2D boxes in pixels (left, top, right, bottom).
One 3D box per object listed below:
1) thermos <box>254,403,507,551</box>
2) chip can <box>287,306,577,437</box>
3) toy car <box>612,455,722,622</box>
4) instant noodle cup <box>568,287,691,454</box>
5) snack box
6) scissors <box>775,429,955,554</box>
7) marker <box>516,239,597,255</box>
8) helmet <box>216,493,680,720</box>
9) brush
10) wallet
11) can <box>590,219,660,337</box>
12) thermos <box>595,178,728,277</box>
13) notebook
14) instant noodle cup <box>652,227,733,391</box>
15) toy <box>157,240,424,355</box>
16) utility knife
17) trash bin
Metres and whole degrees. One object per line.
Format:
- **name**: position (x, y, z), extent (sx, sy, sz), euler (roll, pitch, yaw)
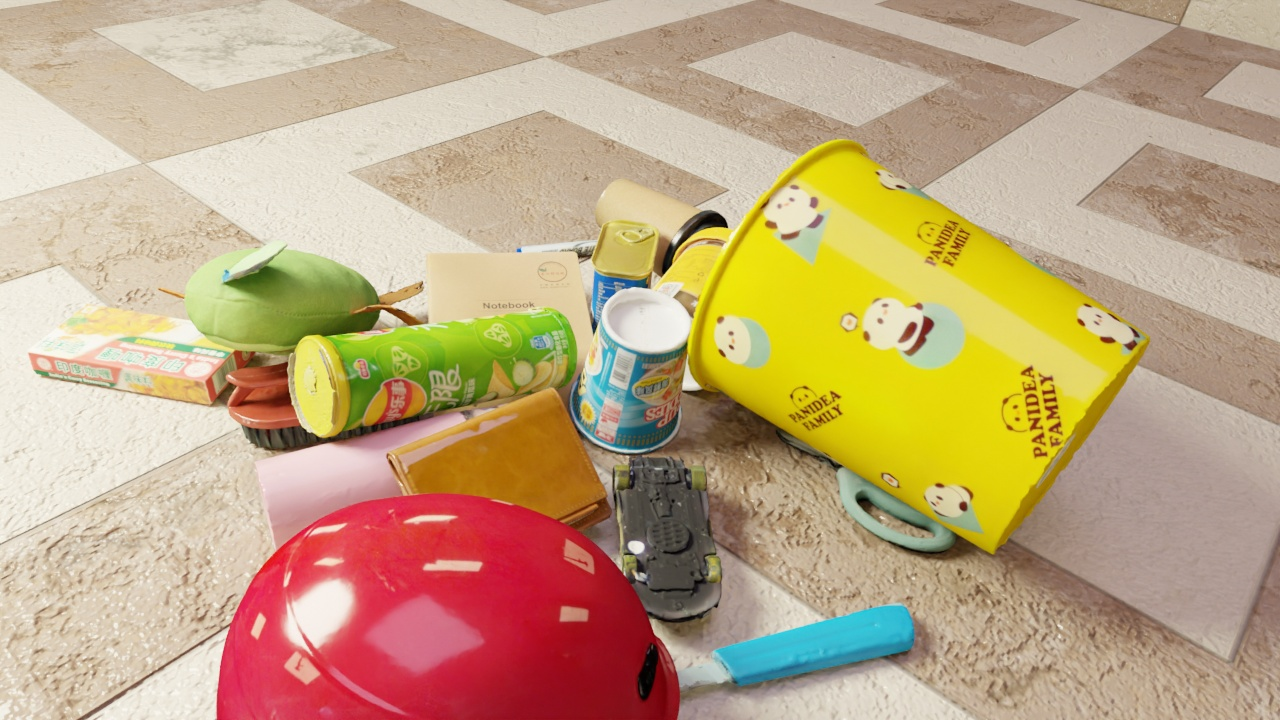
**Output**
- **thermos**: position (-0.174, 0.078, 0.674), extent (0.198, 0.067, 0.087), euler (-15, 12, -26)
- **chip can**: position (-0.147, 0.004, 0.702), extent (0.220, 0.073, 0.072), euler (-11, 38, -43)
- **toy car**: position (0.016, 0.123, 0.652), extent (0.070, 0.042, 0.158), euler (2, 36, -6)
- **instant noodle cup**: position (-0.004, 0.004, 0.741), extent (0.099, 0.110, 0.099), euler (6, 47, -7)
- **snack box**: position (-0.419, -0.007, 0.778), extent (0.156, 0.027, 0.076), euler (9, 36, 4)
- **scissors**: position (0.193, 0.086, 0.751), extent (0.143, 0.019, 0.180), euler (-24, 44, -34)
- **marker**: position (-0.063, -0.122, 0.997), extent (0.145, 0.017, 0.017), euler (-8, 38, -18)
- **helmet**: position (-0.103, 0.147, 0.475), extent (0.240, 0.144, 0.206), euler (-13, 33, -9)
- **brush**: position (-0.248, 0.024, 0.726), extent (0.145, 0.069, 0.063), euler (-8, 38, -19)
- **wallet**: position (-0.091, 0.092, 0.635), extent (0.130, 0.035, 0.119), euler (-22, 81, -31)
- **can**: position (-0.017, -0.075, 0.882), extent (0.057, 0.083, 0.101), euler (8, 36, 2)
- **thermos**: position (0.023, -0.133, 0.957), extent (0.092, 0.093, 0.143), euler (-27, 49, -37)
- **notebook**: position (-0.116, -0.026, 0.827), extent (0.147, 0.008, 0.207), euler (-2, 50, -13)
- **instant noodle cup**: position (0.057, -0.042, 0.828), extent (0.118, 0.119, 0.114), euler (25, 47, 23)
- **toy**: position (-0.283, -0.047, 0.751), extent (0.227, 0.090, 0.246), euler (3, 3, 5)
- **utility knife**: position (0.082, 0.190, 0.589), extent (0.217, 0.018, 0.034), euler (-6, 40, -19)
- **trash bin**: position (0.205, -0.006, 0.688), extent (0.255, 0.230, 0.228), euler (36, 45, 26)
